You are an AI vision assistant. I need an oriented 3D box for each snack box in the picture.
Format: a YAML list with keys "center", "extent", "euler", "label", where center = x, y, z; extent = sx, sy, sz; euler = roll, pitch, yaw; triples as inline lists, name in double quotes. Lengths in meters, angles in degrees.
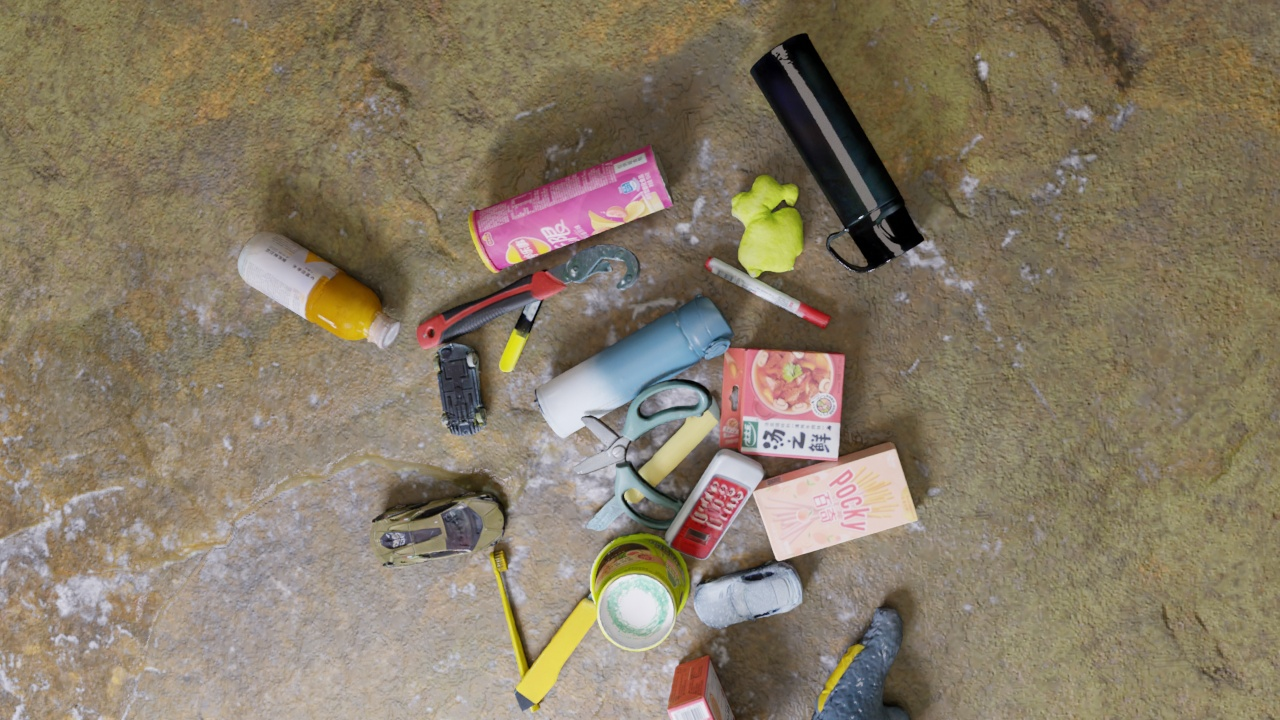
- center: [0.075, 0.398, 0.976]
  extent: [0.044, 0.113, 0.127]
  euler: [-23, 90, 7]
  label: "snack box"
- center: [0.149, 0.045, 0.975]
  extent: [0.127, 0.044, 0.113]
  euler: [3, 95, 8]
  label: "snack box"
- center: [0.206, 0.151, 0.979]
  extent: [0.157, 0.026, 0.084]
  euler: [-19, 99, 10]
  label: "snack box"

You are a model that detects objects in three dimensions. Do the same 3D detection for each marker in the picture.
- center: [0.136, -0.073, 0.983]
  extent: [0.145, 0.017, 0.017]
  euler: [28, 97, 6]
  label: "marker"
- center: [-0.127, -0.044, 1.026]
  extent: [0.018, 0.015, 0.124]
  euler: [25, 94, 13]
  label: "marker"

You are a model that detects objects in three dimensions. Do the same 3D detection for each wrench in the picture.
- center: [-0.129, -0.070, 1.012]
  extent: [0.274, 0.016, 0.056]
  euler: [-18, 79, 15]
  label: "wrench"

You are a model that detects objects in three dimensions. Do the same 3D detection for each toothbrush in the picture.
- center: [-0.142, 0.310, 1.051]
  extent: [0.016, 0.015, 0.190]
  euler: [-14, 92, 2]
  label: "toothbrush"

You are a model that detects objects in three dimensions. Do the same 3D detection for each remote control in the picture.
- center: [0.078, 0.156, 0.983]
  extent: [0.056, 0.020, 0.136]
  euler: [25, 114, -12]
  label: "remote control"

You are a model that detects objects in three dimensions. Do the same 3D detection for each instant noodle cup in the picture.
- center: [-0.002, 0.248, 0.966]
  extent: [0.112, 0.123, 0.111]
  euler: [0, 90, 1]
  label: "instant noodle cup"

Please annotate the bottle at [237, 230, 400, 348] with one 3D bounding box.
- center: [-0.358, -0.076, 1.029]
  extent: [0.189, 0.068, 0.068]
  euler: [31, 97, 5]
  label: "bottle"

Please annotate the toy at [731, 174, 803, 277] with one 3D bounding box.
- center: [0.137, -0.141, 0.971]
  extent: [0.097, 0.031, 0.100]
  euler: [-39, 87, 7]
  label: "toy"

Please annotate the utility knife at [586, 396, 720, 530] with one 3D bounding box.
- center: [0.015, 0.119, 1.013]
  extent: [0.204, 0.021, 0.031]
  euler: [-45, 83, 2]
  label: "utility knife"

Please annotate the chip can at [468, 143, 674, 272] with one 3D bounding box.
- center: [-0.073, -0.161, 0.981]
  extent: [0.211, 0.071, 0.071]
  euler: [-19, 91, 9]
  label: "chip can"

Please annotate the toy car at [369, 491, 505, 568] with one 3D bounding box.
- center: [-0.231, 0.192, 1.045]
  extent: [0.158, 0.042, 0.070]
  euler: [-14, 92, 6]
  label: "toy car"

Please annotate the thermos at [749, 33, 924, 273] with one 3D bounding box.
- center: [0.192, -0.205, 0.938]
  extent: [0.090, 0.068, 0.242]
  euler: [-30, 89, 4]
  label: "thermos"

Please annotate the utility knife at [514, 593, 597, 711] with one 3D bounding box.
- center: [-0.074, 0.306, 1.038]
  extent: [0.033, 0.015, 0.216]
  euler: [37, 92, -3]
  label: "utility knife"

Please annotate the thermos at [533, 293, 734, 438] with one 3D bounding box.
- center: [-0.006, 0.006, 0.985]
  extent: [0.221, 0.070, 0.070]
  euler: [-29, 89, 10]
  label: "thermos"

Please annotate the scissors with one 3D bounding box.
- center: [0.020, 0.105, 0.987]
  extent: [0.171, 0.019, 0.170]
  euler: [-30, 110, 8]
  label: "scissors"

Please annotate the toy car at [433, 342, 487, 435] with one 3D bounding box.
- center: [-0.201, 0.032, 1.032]
  extent: [0.049, 0.031, 0.105]
  euler: [-7, 94, 8]
  label: "toy car"

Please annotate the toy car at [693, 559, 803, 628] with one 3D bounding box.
- center: [0.117, 0.256, 1.000]
  extent: [0.121, 0.036, 0.054]
  euler: [-18, 92, 12]
  label: "toy car"

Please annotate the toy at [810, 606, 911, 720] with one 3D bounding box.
- center: [0.234, 0.446, 0.976]
  extent: [0.137, 0.091, 0.356]
  euler: [-8, 94, -19]
  label: "toy"
